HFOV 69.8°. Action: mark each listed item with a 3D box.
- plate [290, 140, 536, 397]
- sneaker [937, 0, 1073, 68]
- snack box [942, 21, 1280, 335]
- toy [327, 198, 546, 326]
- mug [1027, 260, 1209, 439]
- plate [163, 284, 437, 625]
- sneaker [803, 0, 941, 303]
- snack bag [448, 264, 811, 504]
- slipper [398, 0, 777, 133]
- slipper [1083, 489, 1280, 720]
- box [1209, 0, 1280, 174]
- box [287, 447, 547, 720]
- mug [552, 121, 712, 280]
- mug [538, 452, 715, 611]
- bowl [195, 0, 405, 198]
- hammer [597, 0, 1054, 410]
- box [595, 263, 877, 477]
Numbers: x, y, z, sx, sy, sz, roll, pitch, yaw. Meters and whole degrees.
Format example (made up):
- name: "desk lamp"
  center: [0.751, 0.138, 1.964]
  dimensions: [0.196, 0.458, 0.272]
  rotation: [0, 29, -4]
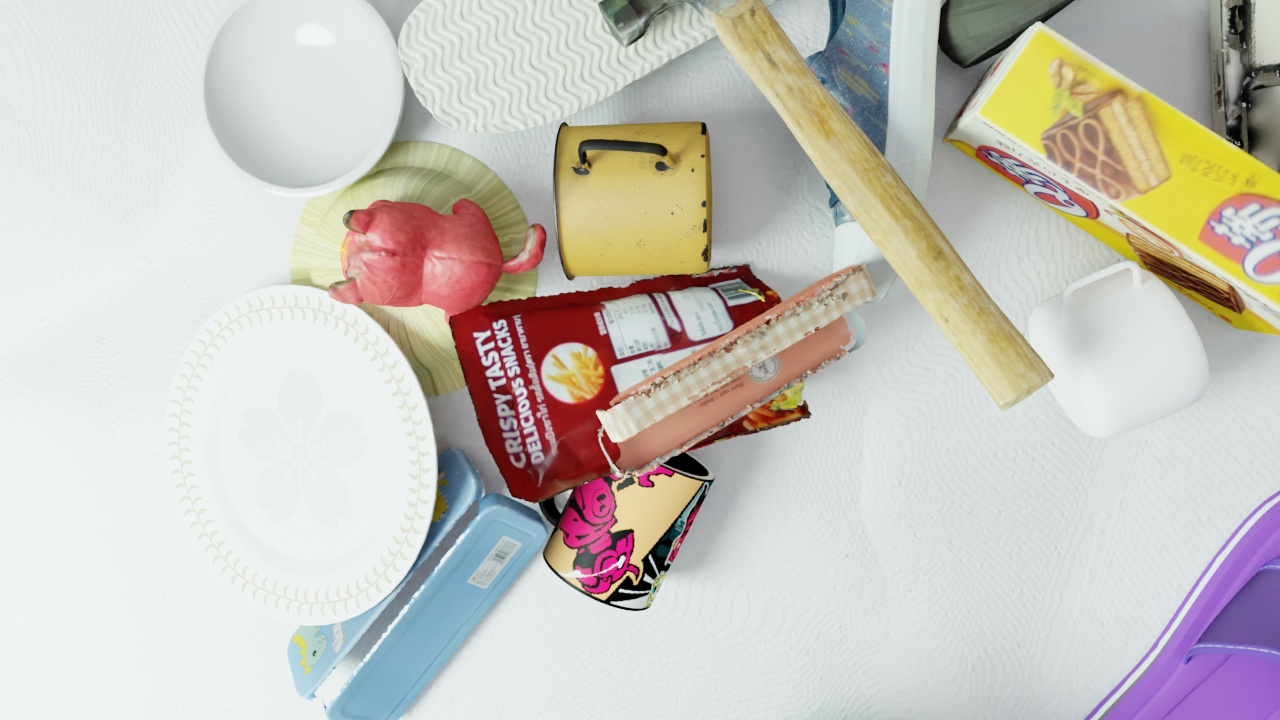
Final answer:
- name: "plate"
  center: [-0.168, -0.064, 0.645]
  dimensions: [0.184, 0.036, 0.184]
  rotation: [1, 94, 7]
- name: "sneaker"
  center: [0.248, -0.299, 0.542]
  dimensions: [0.238, 0.101, 0.143]
  rotation: [-43, 92, 3]
- name: "snack box"
  center: [0.301, -0.102, 0.546]
  dimensions: [0.230, 0.110, 0.062]
  rotation: [34, 100, 4]
- name: "toy"
  center: [-0.126, -0.061, 0.575]
  dimensions: [0.133, 0.094, 0.088]
  rotation: [0, 94, 4]
- name: "mug"
  center: [0.284, -0.011, 0.556]
  dimensions: [0.068, 0.094, 0.115]
  rotation: [-25, 128, 9]
- name: "plate"
  center: [-0.245, 0.068, 0.656]
  dimensions: [0.243, 0.016, 0.242]
  rotation: [1, 94, 21]
- name: "sneaker"
  center: [0.136, -0.155, 0.576]
  dimensions: [0.079, 0.087, 0.235]
  rotation: [6, 91, 2]
- name: "snack bag"
  center: [-0.003, 0.003, 0.575]
  dimensions: [0.207, 0.067, 0.138]
  rotation: [-11, 64, -19]
- name: "slipper"
  center: [-0.025, -0.230, 0.589]
  dimensions: [0.263, 0.052, 0.115]
  rotation: [-22, 104, 1]
- name: "slipper"
  center: [0.387, 0.201, 0.571]
  dimensions: [0.107, 0.084, 0.267]
  rotation: [39, 98, 3]
- name: "box"
  center: [0.446, -0.177, 0.555]
  dimensions: [0.188, 0.058, 0.144]
  rotation: [-3, 95, 11]
- name: "box"
  center: [-0.163, 0.168, 0.669]
  dimensions: [0.209, 0.073, 0.085]
  rotation: [-50, 48, 7]
- name: "mug"
  center: [-0.002, -0.106, 0.579]
  dimensions: [0.094, 0.124, 0.100]
  rotation: [-1, 73, 5]
- name: "mug"
  center: [-0.022, 0.095, 0.624]
  dimensions: [0.118, 0.081, 0.098]
  rotation: [30, 98, 32]
- name: "bowl"
  center: [-0.229, -0.186, 0.641]
  dimensions: [0.149, 0.043, 0.149]
  rotation: [0, 93, 7]
- name: "hammer"
  center: [0.118, -0.117, 0.522]
  dimensions: [0.132, 0.033, 0.330]
  rotation: [-35, 80, 2]
- name: "box"
  center: [0.060, 0.006, 0.529]
  dimensions: [0.187, 0.056, 0.071]
  rotation: [-29, 121, -17]
